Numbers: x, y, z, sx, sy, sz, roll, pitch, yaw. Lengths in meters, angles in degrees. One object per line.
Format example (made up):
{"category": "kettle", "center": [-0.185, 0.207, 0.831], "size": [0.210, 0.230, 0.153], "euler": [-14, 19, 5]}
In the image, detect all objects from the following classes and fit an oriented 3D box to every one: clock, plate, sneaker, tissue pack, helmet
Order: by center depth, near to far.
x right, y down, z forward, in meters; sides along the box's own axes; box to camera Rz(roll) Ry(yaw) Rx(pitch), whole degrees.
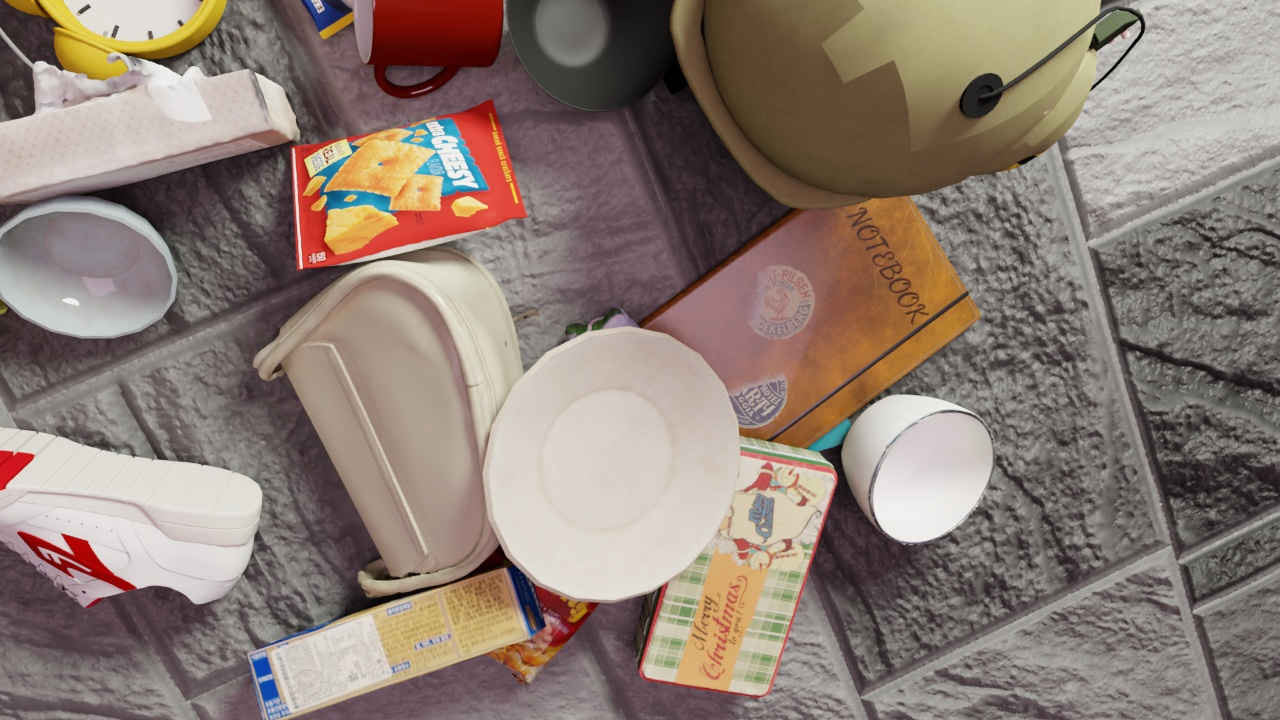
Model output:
{"category": "helmet", "center": [0.140, -0.208, 0.553], "size": [0.233, 0.256, 0.250], "euler": [-36, 103, -5]}
{"category": "tissue pack", "center": [-0.320, -0.149, 0.577], "size": [0.181, 0.104, 0.071], "euler": [-13, 100, -6]}
{"category": "clock", "center": [-0.336, -0.243, 0.584], "size": [0.152, 0.052, 0.113], "euler": [-39, 104, -5]}
{"category": "plate", "center": [-0.018, 0.070, 0.629], "size": [0.188, 0.027, 0.189], "euler": [-3, 98, -25]}
{"category": "sneaker", "center": [-0.391, 0.119, 0.630], "size": [0.236, 0.090, 0.104], "euler": [12, 104, -16]}

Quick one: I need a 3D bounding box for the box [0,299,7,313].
{"category": "box", "center": [-0.481, -0.022, 0.514], "size": [0.124, 0.221, 0.082], "euler": [-28, 103, -1]}

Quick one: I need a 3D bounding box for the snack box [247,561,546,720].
{"category": "snack box", "center": [-0.175, 0.203, 0.668], "size": [0.207, 0.057, 0.056], "euler": [-19, 84, 6]}

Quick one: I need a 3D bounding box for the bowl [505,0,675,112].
{"category": "bowl", "center": [-0.040, -0.233, 0.628], "size": [0.124, 0.052, 0.124], "euler": [-6, 105, -24]}

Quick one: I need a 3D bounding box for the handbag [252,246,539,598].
{"category": "handbag", "center": [-0.156, 0.040, 0.661], "size": [0.184, 0.131, 0.229], "euler": [-17, 101, 20]}

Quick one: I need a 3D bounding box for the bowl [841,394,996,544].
{"category": "bowl", "center": [0.210, 0.078, 0.717], "size": [0.116, 0.065, 0.116], "euler": [-8, 114, -19]}

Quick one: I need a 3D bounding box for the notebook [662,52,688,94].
{"category": "notebook", "center": [0.038, -0.319, 0.650], "size": [0.149, 0.016, 0.207], "euler": [-30, 104, -2]}

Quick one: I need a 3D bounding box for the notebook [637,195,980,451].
{"category": "notebook", "center": [0.132, -0.019, 0.722], "size": [0.249, 0.014, 0.178], "euler": [-36, 104, -1]}

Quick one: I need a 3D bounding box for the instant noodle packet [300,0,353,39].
{"category": "instant noodle packet", "center": [-0.214, -0.295, 0.606], "size": [0.087, 0.026, 0.134], "euler": [-36, 104, -6]}

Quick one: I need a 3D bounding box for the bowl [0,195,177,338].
{"category": "bowl", "center": [-0.362, -0.067, 0.603], "size": [0.106, 0.039, 0.106], "euler": [-11, 136, -11]}

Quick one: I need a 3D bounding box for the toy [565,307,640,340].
{"category": "toy", "center": [-0.004, 0.004, 0.682], "size": [0.080, 0.036, 0.100], "euler": [-20, 113, 37]}

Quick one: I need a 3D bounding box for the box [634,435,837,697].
{"category": "box", "center": [0.072, 0.160, 0.719], "size": [0.117, 0.050, 0.206], "euler": [14, 104, -8]}

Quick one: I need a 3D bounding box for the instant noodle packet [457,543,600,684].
{"category": "instant noodle packet", "center": [-0.086, 0.179, 0.712], "size": [0.098, 0.039, 0.135], "euler": [39, 93, -7]}

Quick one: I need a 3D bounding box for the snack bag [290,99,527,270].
{"category": "snack bag", "center": [-0.157, -0.118, 0.611], "size": [0.144, 0.130, 0.039], "euler": [-15, 141, -6]}

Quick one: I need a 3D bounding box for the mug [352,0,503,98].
{"category": "mug", "center": [-0.143, -0.220, 0.609], "size": [0.082, 0.073, 0.106], "euler": [-7, 143, -25]}
